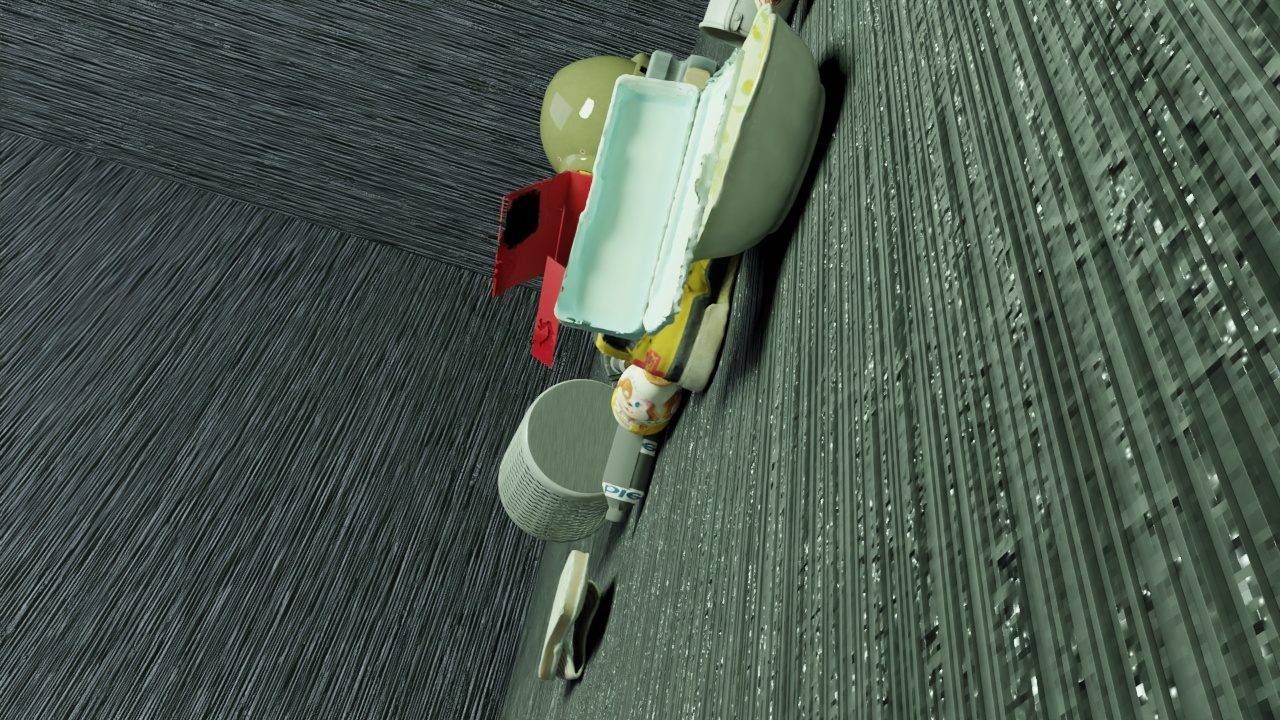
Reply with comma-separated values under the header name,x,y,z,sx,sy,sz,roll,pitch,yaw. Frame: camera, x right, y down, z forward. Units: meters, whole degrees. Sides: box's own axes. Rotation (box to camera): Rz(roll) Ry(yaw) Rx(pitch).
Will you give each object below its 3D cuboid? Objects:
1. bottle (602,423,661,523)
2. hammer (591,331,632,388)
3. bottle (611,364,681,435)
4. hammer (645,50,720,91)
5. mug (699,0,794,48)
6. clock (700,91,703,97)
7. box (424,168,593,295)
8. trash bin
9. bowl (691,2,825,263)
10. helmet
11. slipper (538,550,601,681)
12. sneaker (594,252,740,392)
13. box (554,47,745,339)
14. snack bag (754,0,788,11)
name,x,y,z,sx,sy,sz,roll,pitch,yaw
bottle,-0.012,0.111,0.938,0.047,0.047,0.112,141,145,-82
hammer,-0.007,0.006,1.083,0.322,0.043,0.156,-172,70,-79
bottle,0.010,0.028,0.876,0.109,0.063,0.063,115,171,-61
hammer,0.077,-0.320,1.182,0.322,0.117,0.051,-26,-47,-85
mug,0.106,-0.350,0.906,0.113,0.084,0.070,-26,-43,-75
clock,0.075,-0.215,0.923,0.158,0.073,0.121,-44,31,48
box,-0.139,-0.191,1.442,0.212,0.378,0.123,108,165,-48
trash bin,-0.081,0.119,1.093,0.184,0.156,0.156,121,165,-62
bowl,0.084,-0.152,0.659,0.220,0.060,0.188,123,163,-71
helmet,-0.035,-0.373,1.482,0.233,0.255,0.249,107,177,-48
slipper,-0.076,0.295,1.030,0.264,0.052,0.114,107,175,-55
sneaker,0.024,-0.097,0.793,0.086,0.122,0.238,120,164,-66
box,0.008,-0.116,0.637,0.122,0.078,0.197,-13,61,62
snack bag,0.141,-0.411,0.828,0.095,0.070,0.205,115,170,-62
